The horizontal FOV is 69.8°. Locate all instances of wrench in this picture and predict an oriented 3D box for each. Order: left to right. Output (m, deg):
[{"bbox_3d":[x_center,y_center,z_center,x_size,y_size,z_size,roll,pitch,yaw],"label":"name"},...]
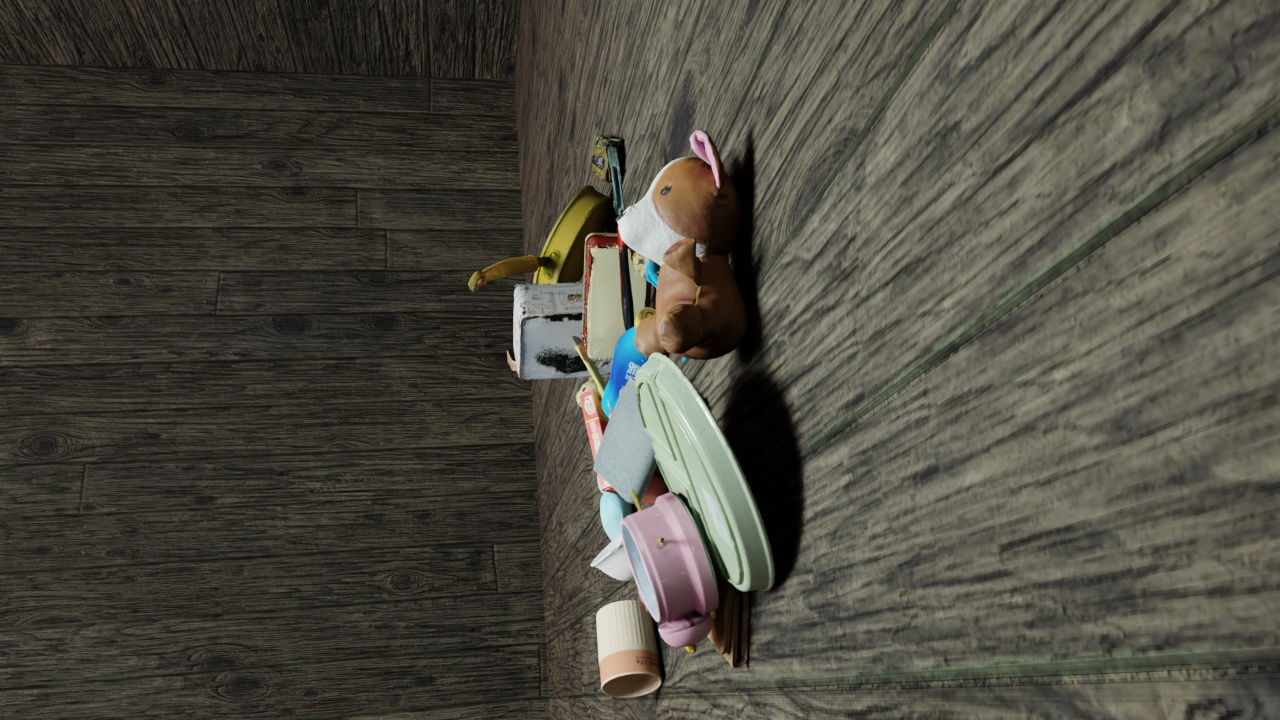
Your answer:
[{"bbox_3d":[-0.023,-0.135,1.169,0.056,0.016,0.274,-101,5,-63],"label":"wrench"}]

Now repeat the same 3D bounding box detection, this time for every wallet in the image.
[{"bbox_3d":[-0.005,0.096,1.128,0.106,0.037,0.130,36,106,50],"label":"wallet"},{"bbox_3d":[0.076,0.237,0.903,0.115,0.033,0.090,-147,57,-72],"label":"wallet"}]

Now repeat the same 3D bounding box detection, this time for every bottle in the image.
[{"bbox_3d":[-0.007,0.007,1.190,0.219,0.065,0.065,105,160,-56],"label":"bottle"},{"bbox_3d":[-0.004,0.135,1.213,0.175,0.057,0.057,-125,35,-70],"label":"bottle"}]

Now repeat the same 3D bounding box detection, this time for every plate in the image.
[{"bbox_3d":[0.050,0.102,0.811,0.230,0.027,0.230,61,169,20],"label":"plate"}]

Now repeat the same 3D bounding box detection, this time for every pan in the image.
[{"bbox_3d":[-0.151,-0.163,1.427,0.198,0.078,0.356,-66,-7,31],"label":"pan"}]

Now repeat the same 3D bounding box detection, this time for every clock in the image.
[{"bbox_3d":[0.028,0.205,0.869,0.117,0.059,0.159,-134,27,-63],"label":"clock"}]

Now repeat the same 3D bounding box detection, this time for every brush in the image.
[{"bbox_3d":[0.027,-0.093,1.097,0.254,0.045,0.083,-109,23,-44],"label":"brush"}]

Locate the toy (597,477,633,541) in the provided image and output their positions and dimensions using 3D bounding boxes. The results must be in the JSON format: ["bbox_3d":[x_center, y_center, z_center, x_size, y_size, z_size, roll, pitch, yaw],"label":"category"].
[{"bbox_3d":[-0.038,0.220,1.389,0.162,0.050,0.156,91,167,-67],"label":"toy"}]

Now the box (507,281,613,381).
[{"bbox_3d":[-0.110,-0.024,1.423,0.271,0.179,0.134,118,146,-67],"label":"box"}]

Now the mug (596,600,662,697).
[{"bbox_3d":[-0.012,0.403,1.268,0.114,0.082,0.105,57,-161,-47],"label":"mug"}]

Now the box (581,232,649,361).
[{"bbox_3d":[-0.036,-0.083,1.258,0.076,0.091,0.168,-108,19,-65],"label":"box"}]

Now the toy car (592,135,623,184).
[{"bbox_3d":[-0.055,-0.320,1.456,0.158,0.042,0.070,-119,30,-72],"label":"toy car"}]

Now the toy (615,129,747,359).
[{"bbox_3d":[0.038,-0.100,0.841,0.140,0.130,0.199,169,109,-74],"label":"toy"}]

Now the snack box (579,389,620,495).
[{"bbox_3d":[-0.043,0.120,1.333,0.075,0.026,0.152,26,-137,-53],"label":"snack box"}]

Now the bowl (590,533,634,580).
[{"bbox_3d":[0.003,0.238,1.143,0.065,0.118,0.118,48,163,2],"label":"bowl"}]

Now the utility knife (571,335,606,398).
[{"bbox_3d":[-0.047,0.050,1.334,0.205,0.021,0.030,57,-159,-12],"label":"utility knife"}]

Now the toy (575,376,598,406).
[{"bbox_3d":[-0.052,0.092,1.431,0.105,0.066,0.157,96,152,-47],"label":"toy"}]
